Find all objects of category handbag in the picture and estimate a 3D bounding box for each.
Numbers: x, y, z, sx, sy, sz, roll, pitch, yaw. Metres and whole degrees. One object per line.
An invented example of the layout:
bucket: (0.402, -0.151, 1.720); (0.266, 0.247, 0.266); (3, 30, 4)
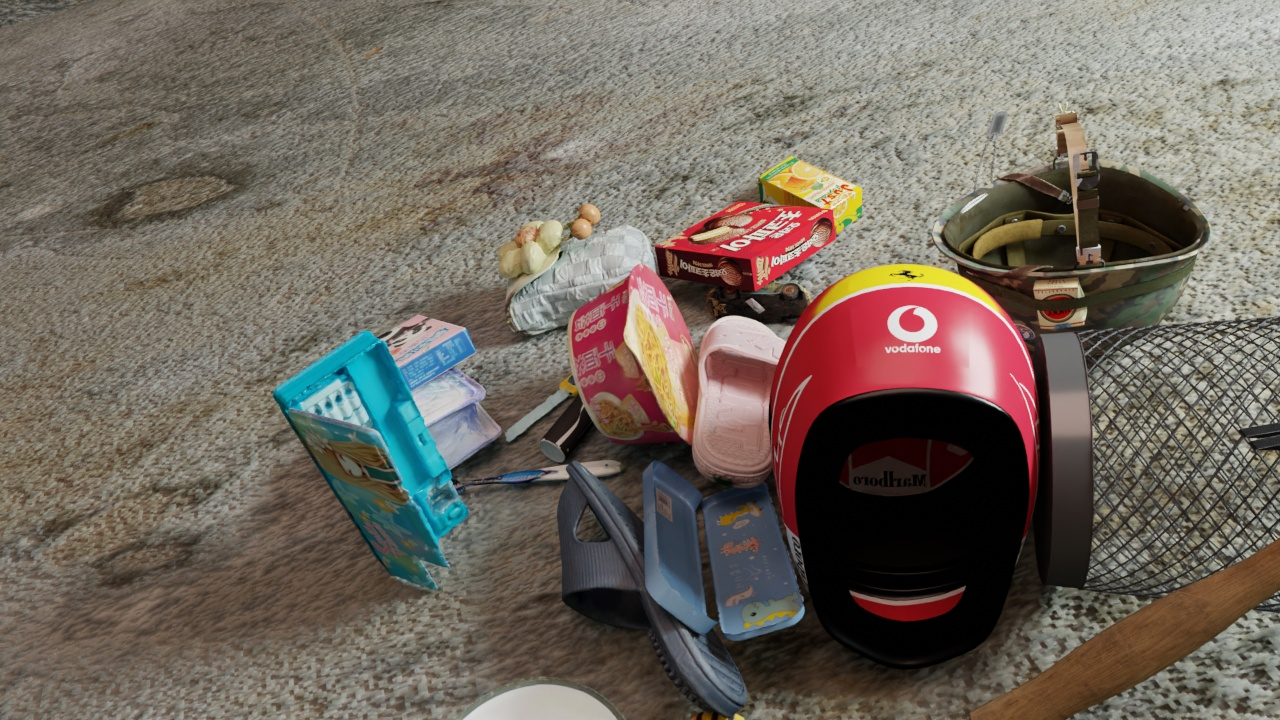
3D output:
handbag: (-0.071, -0.108, 1.023); (0.171, 0.123, 0.112); (-13, 37, 9)
handbag: (-0.232, 0.074, 0.919); (0.158, 0.069, 0.126); (-33, 32, -21)

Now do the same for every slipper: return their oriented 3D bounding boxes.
slipper: (0.099, 0.019, 0.862); (0.094, 0.065, 0.238); (11, 37, 3)
slipper: (-0.011, 0.187, 0.727); (0.082, 0.101, 0.263); (-43, 42, 4)

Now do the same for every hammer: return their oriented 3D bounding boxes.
hammer: (0.334, 0.159, 0.573); (0.132, 0.306, 0.040); (48, 24, 5)

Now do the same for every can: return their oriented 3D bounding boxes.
can: (-0.065, 0.062, 0.909); (0.031, 0.032, 0.080); (18, 51, 29)

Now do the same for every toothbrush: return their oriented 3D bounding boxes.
toothbrush: (-0.107, 0.114, 0.880); (0.189, 0.017, 0.016); (-7, 54, 4)

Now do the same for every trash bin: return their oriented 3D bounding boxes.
trash bin: (0.409, 0.073, 0.656); (0.228, 0.218, 0.217); (-1, 44, 19)

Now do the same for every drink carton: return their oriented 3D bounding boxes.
drink carton: (0.206, -0.197, 1.107); (0.058, 0.041, 0.122); (-34, 47, -21)

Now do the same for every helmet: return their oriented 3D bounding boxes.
helmet: (0.199, 0.058, 0.712); (0.198, 0.271, 0.224); (0, 23, 11)
helmet: (0.383, -0.115, 0.830); (0.224, 0.237, 0.192); (10, 42, 9)

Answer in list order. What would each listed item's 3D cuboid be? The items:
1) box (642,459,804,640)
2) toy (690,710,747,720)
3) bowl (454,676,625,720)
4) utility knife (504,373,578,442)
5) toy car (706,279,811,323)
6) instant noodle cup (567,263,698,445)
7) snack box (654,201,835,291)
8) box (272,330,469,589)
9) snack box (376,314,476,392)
box: (0.057, 0.147, 0.730); (0.122, 0.047, 0.209); (13, 19, -5)
toy: (0.043, 0.292, 0.635); (0.084, 0.046, 0.103); (8, 43, 30)
bowl: (-0.068, 0.304, 0.628); (0.153, 0.073, 0.153); (-7, 44, 7)
utility knife: (-0.056, 0.016, 0.972); (0.227, 0.019, 0.030); (-42, 41, -23)
toy car: (0.128, -0.070, 0.987); (0.112, 0.047, 0.047); (2, 50, 15)
instant noodle cup: (-0.005, 0.005, 0.867); (0.078, 0.179, 0.178); (-18, 41, 19)
snack box: (0.117, -0.131, 1.020); (0.133, 0.036, 0.151); (14, 36, 42)
box: (-0.195, 0.102, 0.756); (0.097, 0.227, 0.117); (-38, 47, -24)
snack box: (-0.246, -0.010, 0.988); (0.087, 0.033, 0.154); (-33, 24, -23)
